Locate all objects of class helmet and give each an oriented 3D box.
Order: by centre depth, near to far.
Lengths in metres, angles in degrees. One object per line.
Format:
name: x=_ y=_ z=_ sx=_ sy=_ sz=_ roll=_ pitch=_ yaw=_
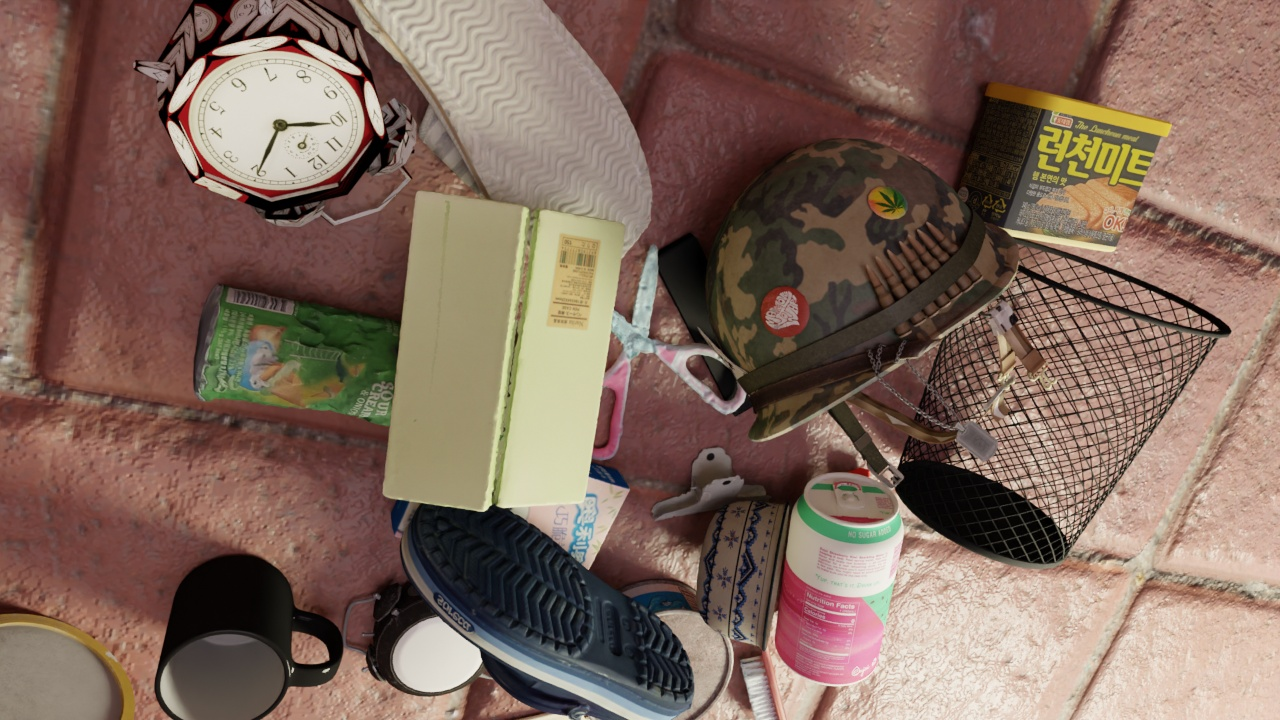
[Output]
helmet: x=0.149 y=-0.024 z=0.611 sx=0.236 sy=0.193 sz=0.223 roll=38 pitch=64 yaw=-10

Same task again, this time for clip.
clip: x=0.061 y=0.102 z=0.729 sx=0.101 sy=0.041 sz=0.054 roll=-8 pitch=126 yaw=-17

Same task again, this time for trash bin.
trash bin: x=0.304 y=0.033 z=0.710 sx=0.184 sy=0.184 sz=0.210 roll=8 pitch=113 yaw=-22

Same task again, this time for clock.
clock: x=-0.194 y=-0.136 z=0.519 sx=0.115 sy=0.065 sz=0.155 roll=-29 pitch=145 yaw=6
clock: x=-0.409 y=0.222 z=0.568 sx=0.159 sy=0.117 sz=0.081 roll=39 pitch=98 yaw=-23
clock: x=-0.158 y=0.209 z=0.687 sx=0.122 sy=0.044 sz=0.091 roll=7 pitch=108 yaw=-21

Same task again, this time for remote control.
remote control: x=0.054 y=-0.024 z=0.685 sx=0.034 sy=0.013 sz=0.150 roll=-30 pitch=118 yaw=-1

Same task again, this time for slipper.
slipper: x=-0.086 y=-0.167 z=0.555 sx=0.114 sy=0.054 sz=0.273 roll=-37 pitch=124 yaw=-3
slipper: x=-0.069 y=0.194 z=0.642 sx=0.252 sy=0.105 sz=0.095 roll=38 pitch=116 yaw=-23

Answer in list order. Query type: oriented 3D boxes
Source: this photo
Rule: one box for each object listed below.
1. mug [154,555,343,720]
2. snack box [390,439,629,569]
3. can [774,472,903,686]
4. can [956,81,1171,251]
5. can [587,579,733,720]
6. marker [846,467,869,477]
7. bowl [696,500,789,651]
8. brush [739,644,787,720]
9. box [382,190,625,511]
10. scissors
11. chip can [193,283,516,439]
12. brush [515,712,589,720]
mug: x=-0.259 y=0.191 z=0.620 sx=0.113 sy=0.088 sz=0.078 roll=17 pitch=104 yaw=-24
snack box: x=-0.094 y=0.104 z=0.674 sx=0.154 sy=0.033 sz=0.088 roll=20 pitch=105 yaw=-25
can: x=0.162 y=0.182 z=0.757 sx=0.088 sy=0.088 sz=0.166 roll=-6 pitch=117 yaw=-17
can: x=0.314 y=-0.145 z=0.695 sx=0.130 sy=0.072 sz=0.101 roll=5 pitch=112 yaw=-21
can: x=0.009 y=0.250 z=0.762 sx=0.129 sy=0.044 sz=0.130 roll=-7 pitch=113 yaw=-17
marker: x=0.191 y=0.162 z=0.804 sx=0.023 sy=0.021 sz=0.145 roll=-28 pitch=122 yaw=-41
bowl: x=0.078 y=0.163 z=0.718 sx=0.059 sy=0.115 sz=0.116 roll=9 pitch=111 yaw=13
brush: x=0.102 y=0.264 z=0.807 sx=0.030 sy=0.041 sz=0.172 roll=-13 pitch=113 yaw=2
box: x=-0.080 y=-0.002 z=0.557 sx=0.140 sy=0.048 sz=0.188 roll=7 pitch=97 yaw=-24
scissors: x=0.013 y=-0.001 z=0.672 sx=0.168 sy=0.014 sz=0.171 roll=6 pitch=111 yaw=-13
chip can: x=-0.163 y=0.007 z=0.588 sx=0.223 sy=0.075 sz=0.075 roll=11 pitch=107 yaw=-23
brush: x=-0.137 y=0.312 z=0.755 sx=0.217 sy=0.012 sz=0.033 roll=-5 pitch=112 yaw=-19
